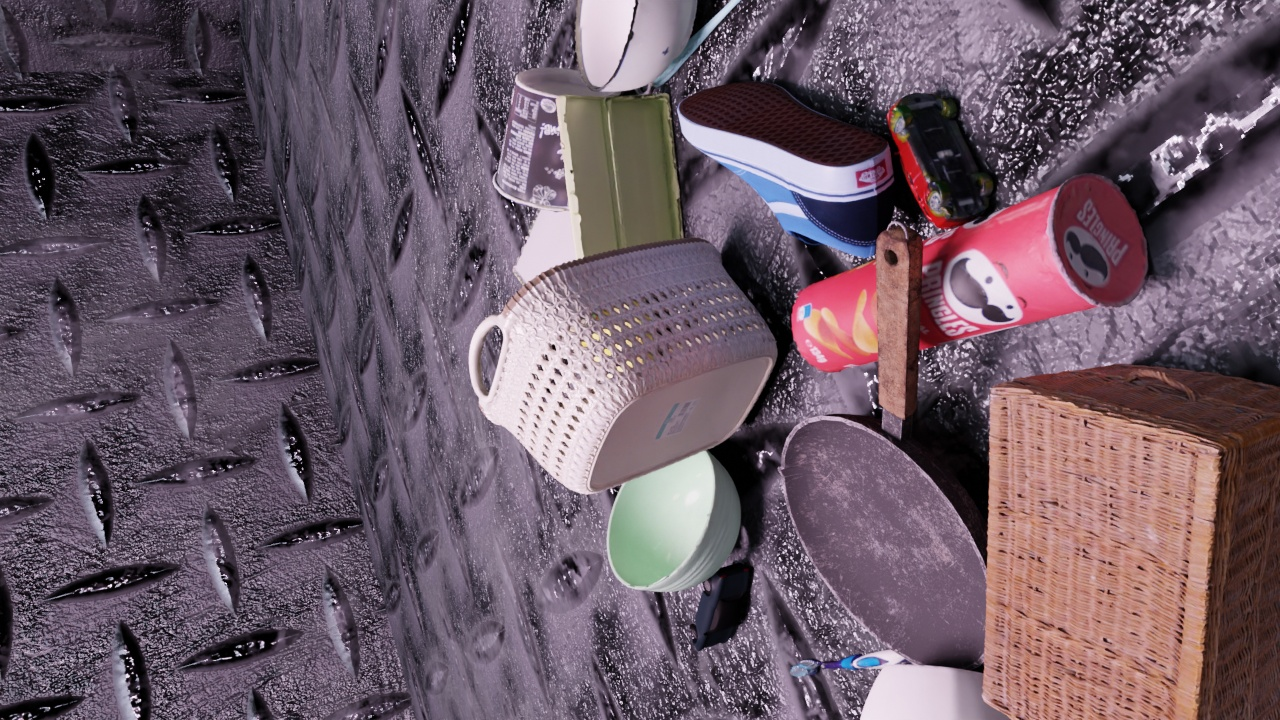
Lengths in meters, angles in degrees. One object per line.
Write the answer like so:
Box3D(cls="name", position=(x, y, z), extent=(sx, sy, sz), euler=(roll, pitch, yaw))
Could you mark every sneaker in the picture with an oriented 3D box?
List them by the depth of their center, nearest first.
Box3D(cls="sneaker", position=(0.101, -0.140, 0.695), extent=(0.241, 0.083, 0.098), euler=(48, 157, 51))

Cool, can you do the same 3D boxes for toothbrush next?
Box3D(cls="toothbrush", position=(0.179, 0.252, 0.761), extent=(0.189, 0.017, 0.016), euler=(-41, 64, 59))
Box3D(cls="toothbrush", position=(0.050, -0.283, 0.799), extent=(0.181, 0.016, 0.016), euler=(-27, 73, 62))

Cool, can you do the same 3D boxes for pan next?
Box3D(cls="pan", position=(0.172, 0.063, 0.613), extent=(0.208, 0.040, 0.358), euler=(38, 145, 44))

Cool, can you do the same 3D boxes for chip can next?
Box3D(cls="chip can", position=(0.189, -0.044, 0.579), extent=(0.233, 0.073, 0.073), euler=(-20, 82, 62))

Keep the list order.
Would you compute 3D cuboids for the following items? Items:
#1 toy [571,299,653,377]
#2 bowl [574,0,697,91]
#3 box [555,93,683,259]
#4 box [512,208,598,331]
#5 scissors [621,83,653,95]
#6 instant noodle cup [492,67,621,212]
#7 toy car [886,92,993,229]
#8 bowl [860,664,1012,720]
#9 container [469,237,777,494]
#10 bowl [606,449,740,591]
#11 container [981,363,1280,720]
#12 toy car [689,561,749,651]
Box3D(cls="toy", position=(-0.034, -0.040, 0.987), extent=(0.170, 0.064, 0.155), euler=(33, 124, 57))
Box3D(cls="bowl", position=(0.000, -0.311, 0.804), extent=(0.154, 0.072, 0.153), euler=(180, 90, -67))
Box3D(cls="box", position=(-0.019, -0.151, 0.851), extent=(0.044, 0.140, 0.188), euler=(3, 105, 45))
Box3D(cls="box", position=(-0.077, -0.111, 0.978), extent=(0.118, 0.049, 0.205), euler=(-66, 25, 11))
Box3D(cls="scissors", position=(-0.025, -0.282, 0.938), extent=(0.171, 0.014, 0.095), euler=(-7, 96, 58))
Box3D(cls="instant noodle cup", position=(-0.076, -0.224, 0.915), extent=(0.137, 0.137, 0.112), euler=(47, 138, 44))
Box3D(cls="toy car", position=(0.187, -0.128, 0.582), extent=(0.036, 0.042, 0.091), euler=(136, 116, -69))
Box3D(cls="bowl", position=(0.206, 0.247, 0.622), extent=(0.117, 0.116, 0.065), euler=(-36, 40, 59))
Box3D(cls="container", position=(-0.005, 0.004, 0.784), extent=(0.143, 0.245, 0.185), euler=(49, 137, 29))
Box3D(cls="bowl", position=(0.043, 0.157, 0.886), extent=(0.151, 0.077, 0.150), euler=(-36, 38, 35))
Box3D(cls="container", position=(0.257, 0.102, 0.464), extent=(0.114, 0.112, 0.198), euler=(20, 117, 58))
Box3D(cls="toy car", position=(0.080, 0.246, 0.908), extent=(0.034, 0.046, 0.112), euler=(50, 140, 45))
